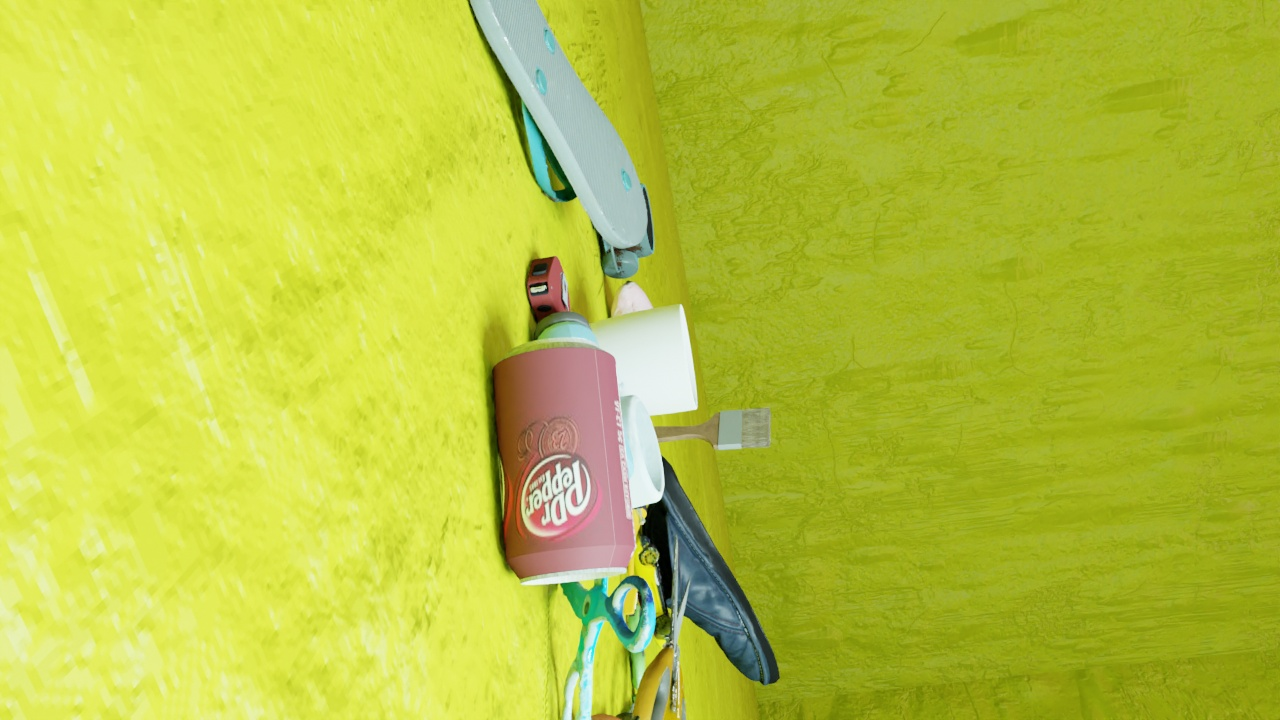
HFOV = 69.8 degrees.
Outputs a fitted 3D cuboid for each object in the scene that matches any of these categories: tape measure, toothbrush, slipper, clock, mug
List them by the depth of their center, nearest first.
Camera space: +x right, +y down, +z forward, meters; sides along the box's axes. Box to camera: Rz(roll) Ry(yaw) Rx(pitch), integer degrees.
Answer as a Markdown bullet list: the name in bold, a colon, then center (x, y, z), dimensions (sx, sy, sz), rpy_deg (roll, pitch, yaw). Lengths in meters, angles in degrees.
- **tape measure**: center (-0.058, -0.046, 0.607), dimensions (0.059, 0.019, 0.051), rpy_deg (73, 10, -52)
- **clock**: center (-0.025, 0.054, 0.619), dimensions (0.083, 0.057, 0.118), rpy_deg (-90, 162, -53)
- **slipper**: center (-0.063, -0.163, 0.646), dimensions (0.269, 0.055, 0.098), rpy_deg (54, 29, -53)
- **mug**: center (-0.004, 0.004, 0.715), dimensions (0.114, 0.088, 0.081), rpy_deg (17, 64, -83)
- **toothbrush**: center (-0.007, 0.132, 0.807), dimensions (0.031, 0.031, 0.196), rpy_deg (69, 17, -46)
- **slipper**: center (0.039, 0.208, 0.893), dimensions (0.265, 0.083, 0.109), rpy_deg (59, -10, -1)
- **clock**: center (-0.018, -0.136, 0.946), dimensions (0.124, 0.053, 0.090), rpy_deg (-85, 165, -54)

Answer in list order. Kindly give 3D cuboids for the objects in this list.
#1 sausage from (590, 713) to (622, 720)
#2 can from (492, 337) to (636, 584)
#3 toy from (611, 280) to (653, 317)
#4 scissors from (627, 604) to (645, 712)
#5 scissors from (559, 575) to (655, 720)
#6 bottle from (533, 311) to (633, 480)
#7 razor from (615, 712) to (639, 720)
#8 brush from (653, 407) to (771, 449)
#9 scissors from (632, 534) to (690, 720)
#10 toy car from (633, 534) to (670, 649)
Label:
- **sausage**: center (-0.010, 0.273, 0.519), dimensions (0.044, 0.039, 0.164), rpy_deg (-84, 164, -77)
- **can**: center (-0.038, 0.050, 0.456), dimensions (0.063, 0.063, 0.114), rpy_deg (61, 22, -72)
- **toy**: center (-0.003, -0.025, 0.941), dimensions (0.102, 0.050, 0.093), rpy_deg (72, 8, -73)
- **scissors**: center (0.003, 0.282, 0.741), dimensions (0.166, 0.024, 0.171), rpy_deg (83, 5, -47)
- **scissors**: center (-0.021, 0.137, 0.482), dimensions (0.140, 0.011, 0.133), rpy_deg (142, -41, -59)
- **bottle**: center (-0.037, 0.019, 0.543), dimensions (0.040, 0.040, 0.130), rpy_deg (74, -2, -49)
- **razor**: center (0.005, 0.282, 0.587), dimensions (0.042, 0.026, 0.106), rpy_deg (58, 6, -79)
- **brush**: center (0.044, 0.063, 0.819), dimensions (0.045, 0.143, 0.008), rpy_deg (-78, 159, -48)
- **scissors**: center (0.021, 0.255, 0.728), dimensions (0.229, 0.016, 0.225), rpy_deg (-15, 106, -77)
- **toy car**: center (0.009, 0.207, 0.818), dimensions (0.049, 0.030, 0.107), rpy_deg (86, -9, -78)
